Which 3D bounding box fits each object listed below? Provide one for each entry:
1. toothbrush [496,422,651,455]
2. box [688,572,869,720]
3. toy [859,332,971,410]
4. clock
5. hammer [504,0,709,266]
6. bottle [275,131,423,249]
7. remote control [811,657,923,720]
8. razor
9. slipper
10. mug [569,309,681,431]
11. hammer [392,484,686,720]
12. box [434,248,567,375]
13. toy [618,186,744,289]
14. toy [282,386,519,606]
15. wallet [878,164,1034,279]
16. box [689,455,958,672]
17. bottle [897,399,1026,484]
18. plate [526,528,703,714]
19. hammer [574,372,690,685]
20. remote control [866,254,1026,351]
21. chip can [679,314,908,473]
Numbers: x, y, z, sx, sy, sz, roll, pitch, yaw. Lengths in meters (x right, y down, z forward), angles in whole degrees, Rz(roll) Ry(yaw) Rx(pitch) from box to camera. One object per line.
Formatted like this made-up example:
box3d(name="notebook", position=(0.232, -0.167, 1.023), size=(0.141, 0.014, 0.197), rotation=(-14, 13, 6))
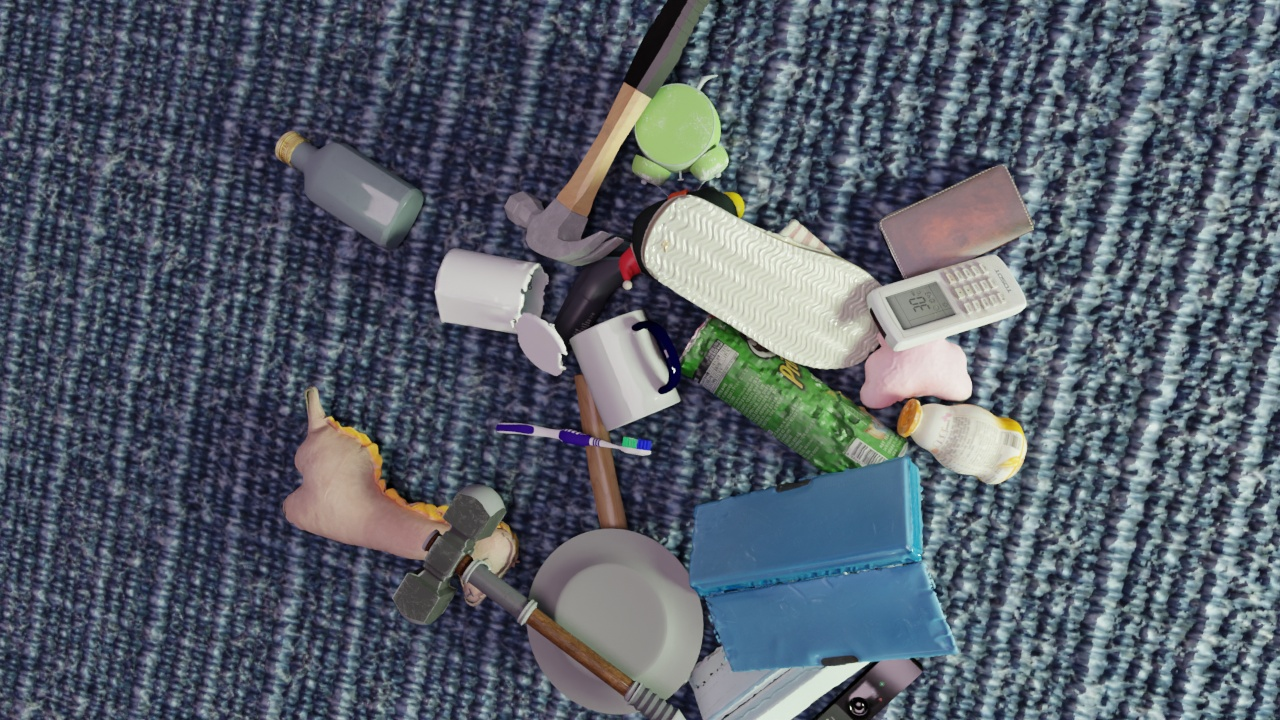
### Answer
box3d(name="toothbrush", position=(-0.070, 0.076, 0.917), size=(0.187, 0.015, 0.016), rotation=(6, 85, 30))
box3d(name="box", position=(0.139, 0.283, 0.892), size=(0.199, 0.085, 0.096), rotation=(-41, 54, 10))
box3d(name="toy", position=(0.252, -0.001, 0.850), size=(0.102, 0.050, 0.093), rotation=(-9, 89, 3))
box3d(name="clock", position=(0.036, -0.218, 0.893), size=(0.094, 0.042, 0.119), rotation=(-4, 92, 13))
box3d(name="hammer", position=(-0.011, -0.239, 0.861), size=(0.131, 0.039, 0.329), rotation=(42, 107, 35))
box3d(name="bottle", position=(-0.312, -0.188, 0.968), size=(0.161, 0.046, 0.072), rotation=(33, 99, 9))
box3d(name="remote control", position=(0.209, 0.337, 0.894), size=(0.034, 0.013, 0.150), rotation=(44, 100, 7))
box3d(name="razor", position=(-0.049, -0.064, 0.920), size=(0.052, 0.047, 0.143), rotation=(41, 104, 32))
box3d(name="slipper", position=(0.115, -0.074, 0.825), size=(0.262, 0.052, 0.115), rotation=(22, 102, -26))
box3d(name="mug", position=(-0.005, 0.005, 0.882), size=(0.112, 0.078, 0.097), rotation=(-25, 86, 49))
box3d(name="hammer", position=(-0.078, 0.264, 0.878), size=(0.322, 0.043, 0.156), rotation=(33, 95, 12))
box3d(name="box", position=(-0.131, -0.049, 0.906), size=(0.160, 0.118, 0.085), rotation=(9, 132, 10))
box3d(name="toy", position=(0.039, -0.113, 0.867), size=(0.119, 0.099, 0.097), rotation=(-5, 93, 11))
box3d(name="toy", position=(-0.250, 0.144, 0.961), size=(0.264, 0.065, 0.196), rotation=(10, 100, 10))
box3d(name="wallet", position=(0.291, -0.124, 0.852), size=(0.123, 0.019, 0.072), rotation=(-25, 87, 12))
box3d(name="box", position=(0.148, 0.187, 0.815), size=(0.232, 0.066, 0.173), rotation=(-21, 70, 36))
box3d(name="bottle", position=(0.289, 0.069, 0.830), size=(0.108, 0.063, 0.063), rotation=(21, 97, -5))
box3d(name="plate", position=(-0.028, 0.254, 0.892), size=(0.178, 0.012, 0.178), rotation=(-1, 86, 13))
box3d(name="hammer", position=(-0.026, 0.173, 0.925), size=(0.098, 0.052, 0.328), rotation=(-13, 87, 12))
box3d(name="remote control", position=(0.275, -0.052, 0.827), size=(0.138, 0.025, 0.060), rotation=(-17, 64, -9))
box3d(name="chip can", position=(0.144, 0.042, 0.866), size=(0.223, 0.075, 0.075), rotation=(35, 99, 8))
